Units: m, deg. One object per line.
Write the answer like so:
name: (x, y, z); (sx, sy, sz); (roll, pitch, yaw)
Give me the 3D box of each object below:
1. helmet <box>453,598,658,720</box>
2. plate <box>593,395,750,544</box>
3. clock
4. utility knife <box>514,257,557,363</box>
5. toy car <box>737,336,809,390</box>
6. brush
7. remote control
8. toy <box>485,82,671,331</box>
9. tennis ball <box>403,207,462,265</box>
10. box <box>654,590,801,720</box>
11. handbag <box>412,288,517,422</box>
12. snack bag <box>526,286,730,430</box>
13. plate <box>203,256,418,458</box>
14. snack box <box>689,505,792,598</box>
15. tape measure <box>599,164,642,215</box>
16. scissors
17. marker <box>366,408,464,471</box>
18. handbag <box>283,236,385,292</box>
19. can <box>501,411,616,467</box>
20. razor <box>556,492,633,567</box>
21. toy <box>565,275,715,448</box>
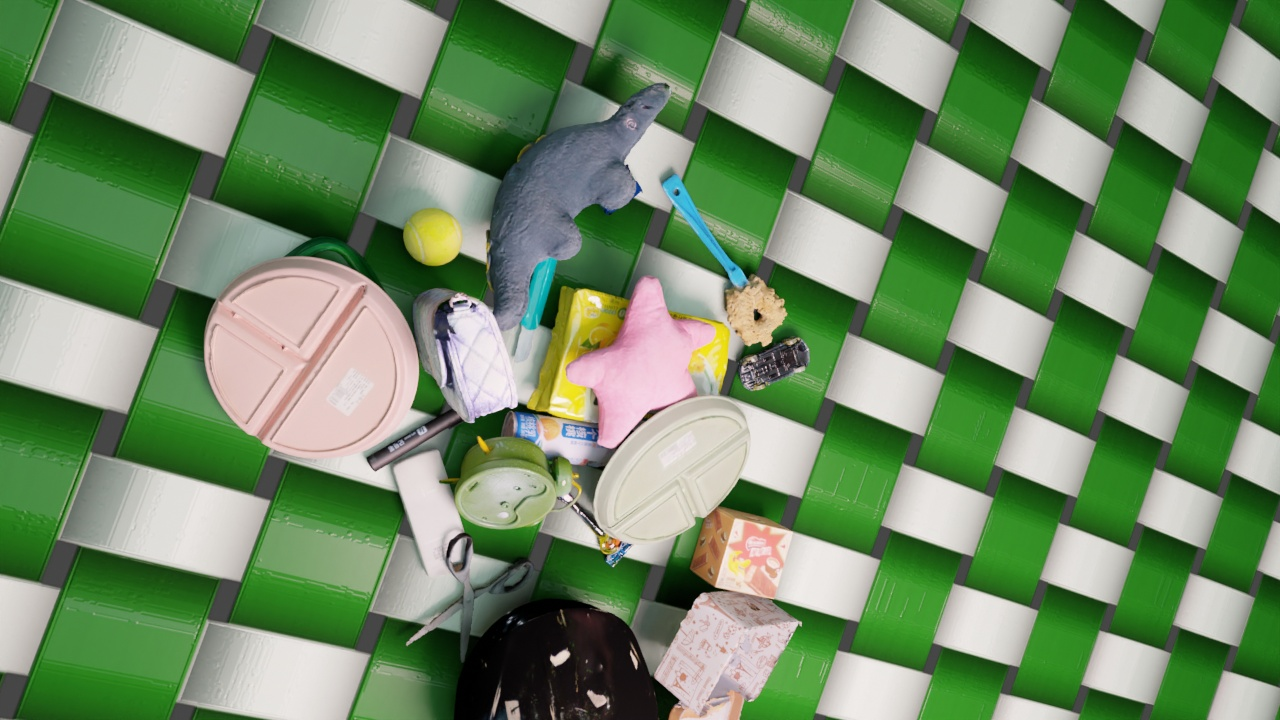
helmet: (-0.093, 0.410, 1.064); (0.233, 0.231, 0.274); (-6, 59, -21)
plate: (0.046, 0.142, 1.137); (0.229, 0.027, 0.231); (-23, 136, -24)
clock: (-0.144, 0.148, 1.081); (0.161, 0.056, 0.116); (24, 127, -30)
utility knife: (-0.124, -0.090, 1.112); (0.029, 0.013, 0.193); (15, 88, -21)
toy car: (0.179, 0.004, 1.233); (0.105, 0.031, 0.049); (-22, 104, -17)
brush: (0.106, -0.129, 1.190); (0.083, 0.046, 0.254); (-38, 104, -10)
remote control: (-0.247, 0.181, 1.087); (0.058, 0.021, 0.150); (-19, 103, -25)
toy: (-0.092, -0.193, 1.053); (0.355, 0.138, 0.091); (-55, 146, -15)
tennis ball: (-0.233, -0.139, 1.034); (0.065, 0.065, 0.065); (-2, 97, -22)
box: (0.088, 0.430, 1.174); (0.177, 0.088, 0.262); (18, 99, -56)
handbag: (-0.197, -0.010, 0.994); (0.075, 0.194, 0.134); (-18, 101, -18)
snack bag: (-0.007, 0.007, 1.140); (0.246, 0.068, 0.158); (13, 90, -22)
plate: (-0.352, 0.004, 0.972); (0.229, 0.028, 0.230); (0, 110, 0)
snack box: (0.133, 0.253, 1.218); (0.092, 0.077, 0.094); (17, 89, -22)
tape measure: (-0.033, -0.214, 1.129); (0.058, 0.025, 0.054); (-39, 106, -18)
scissors: (-0.204, 0.288, 1.111); (0.159, 0.014, 0.177); (-2, 109, -32)
marker: (-0.258, 0.089, 1.076); (0.131, 0.020, 0.022); (-31, 130, -17)
handbag: (-0.344, -0.064, 1.003); (0.120, 0.068, 0.131); (-31, 109, -5)
can: (-0.099, 0.097, 1.121); (0.134, 0.053, 0.053); (11, 92, -22)
razor: (-0.064, 0.204, 1.164); (0.042, 0.022, 0.143); (-46, 109, -14)
toy: (0.006, 0.017, 1.072); (0.178, 0.075, 0.194); (41, 83, -31)
